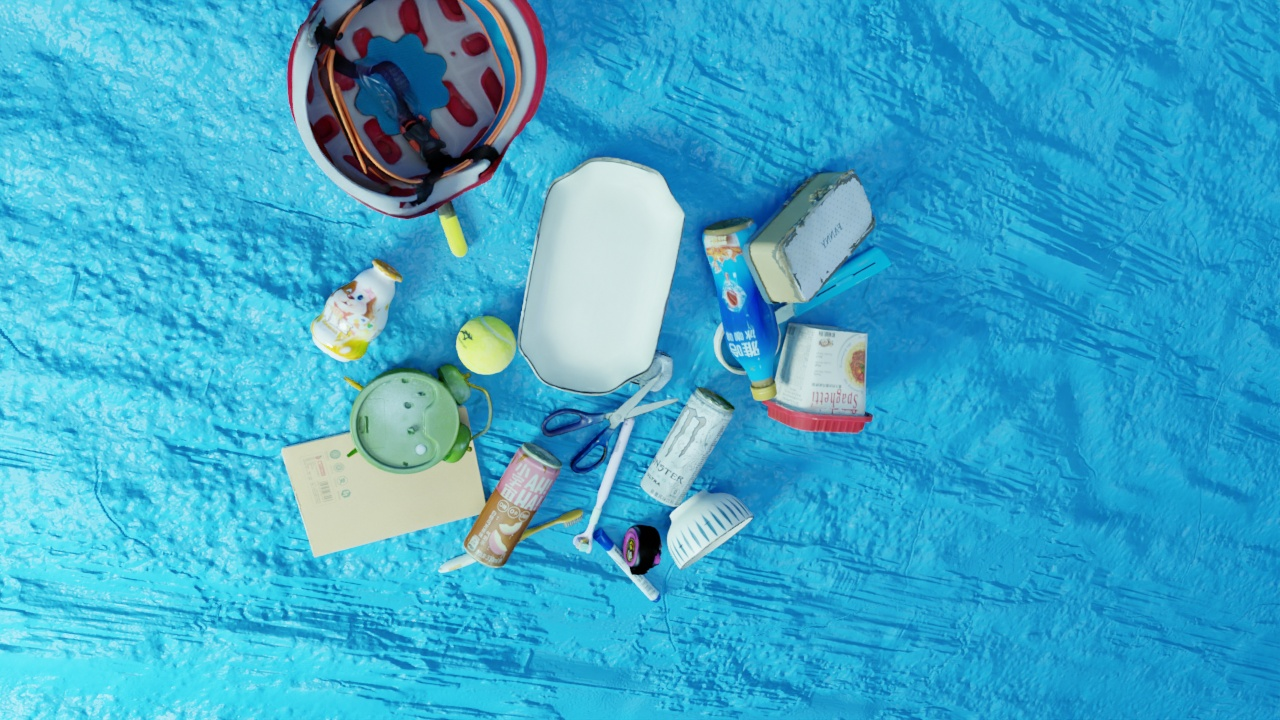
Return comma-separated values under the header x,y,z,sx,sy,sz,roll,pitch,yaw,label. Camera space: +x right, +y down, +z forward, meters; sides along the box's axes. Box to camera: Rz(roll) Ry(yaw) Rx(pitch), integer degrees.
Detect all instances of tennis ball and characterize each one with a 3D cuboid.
x,y,z,sx,sy,sz,roll,pitch,yaw,label
-0.170,-0.017,1.014,0.065,0.065,0.065,-7,113,-16,tennis ball

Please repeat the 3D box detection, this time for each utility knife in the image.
x,y,z,sx,sy,sz,roll,pitch,yaw,label
0.230,-0.088,1.143,0.187,0.018,0.034,-30,116,-8,utility knife

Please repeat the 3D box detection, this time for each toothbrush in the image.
x,y,z,sx,sy,sz,roll,pitch,yaw,label
-0.160,0.227,1.146,0.191,0.016,0.018,-21,125,-10,toothbrush
-0.044,0.155,1.154,0.021,0.029,0.189,-5,118,-61,toothbrush

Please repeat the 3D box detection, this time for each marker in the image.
x,y,z,sx,sy,sz,roll,pitch,yaw,label
-0.016,0.273,1.212,0.017,0.017,0.146,-38,118,-1,marker
-0.209,-0.169,0.970,0.018,0.015,0.124,-21,113,-11,marker

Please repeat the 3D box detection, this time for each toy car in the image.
x,y,z,sx,sy,sz,roll,pitch,yaw,label
-0.007,0.006,1.099,0.105,0.031,0.049,15,106,-24,toy car

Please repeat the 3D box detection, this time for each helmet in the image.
x,y,z,sx,sy,sz,roll,pitch,yaw,label
-0.217,-0.259,0.861,0.239,0.144,0.207,-39,119,-17,helmet

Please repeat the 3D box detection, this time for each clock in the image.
x,y,z,sx,sy,sz,roll,pitch,yaw,label
-0.245,0.062,1.019,0.161,0.056,0.116,-2,104,-16,clock

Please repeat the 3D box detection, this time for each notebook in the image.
x,y,z,sx,sy,sz,roll,pitch,yaw,label
-0.293,0.141,1.070,0.207,0.008,0.148,-13,115,-14,notebook

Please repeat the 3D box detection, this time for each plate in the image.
x,y,z,sx,sy,sz,roll,pitch,yaw,label
-0.046,-0.093,1.029,0.162,0.034,0.266,9,102,-14,plate

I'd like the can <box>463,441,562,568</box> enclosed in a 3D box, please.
x,y,z,sx,sy,sz,roll,pitch,yaw,label
-0.153,0.173,1.097,0.058,0.058,0.147,28,96,-26,can

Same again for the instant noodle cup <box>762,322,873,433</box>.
x,y,z,sx,sy,sz,roll,pitch,yaw,label
0.225,0.019,1.144,0.116,0.117,0.124,3,98,-20,instant noodle cup

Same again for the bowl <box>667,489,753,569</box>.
x,y,z,sx,sy,sz,roll,pitch,yaw,label
0.080,0.209,1.179,0.116,0.116,0.066,-36,74,-2,bowl

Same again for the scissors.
x,y,z,sx,sy,sz,roll,pitch,yaw,label
-0.038,0.079,1.112,0.163,0.012,0.161,3,118,-8,scissors

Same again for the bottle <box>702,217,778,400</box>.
x,y,z,sx,sy,sz,roll,pitch,yaw,label
0.126,-0.057,1.085,0.065,0.065,0.219,-18,109,-11,bottle

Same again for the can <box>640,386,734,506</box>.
x,y,z,sx,sy,sz,roll,pitch,yaw,label
0.059,0.108,1.147,0.058,0.058,0.147,24,102,-26,can

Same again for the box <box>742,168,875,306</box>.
x,y,z,sx,sy,sz,roll,pitch,yaw,label
0.193,-0.139,1.052,0.183,0.061,0.090,-43,120,-28,box

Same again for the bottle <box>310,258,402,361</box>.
x,y,z,sx,sy,sz,roll,pitch,yaw,label
-0.294,-0.054,0.960,0.063,0.063,0.108,34,97,-27,bottle

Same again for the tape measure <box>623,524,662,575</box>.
x,y,z,sx,sy,sz,roll,pitch,yaw,label
0.004,0.241,1.183,0.039,0.057,0.058,7,132,-23,tape measure

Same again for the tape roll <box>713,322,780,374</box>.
x,y,z,sx,sy,sz,roll,pitch,yaw,label
0.134,-0.024,1.144,0.085,0.014,0.086,-6,112,-16,tape roll
